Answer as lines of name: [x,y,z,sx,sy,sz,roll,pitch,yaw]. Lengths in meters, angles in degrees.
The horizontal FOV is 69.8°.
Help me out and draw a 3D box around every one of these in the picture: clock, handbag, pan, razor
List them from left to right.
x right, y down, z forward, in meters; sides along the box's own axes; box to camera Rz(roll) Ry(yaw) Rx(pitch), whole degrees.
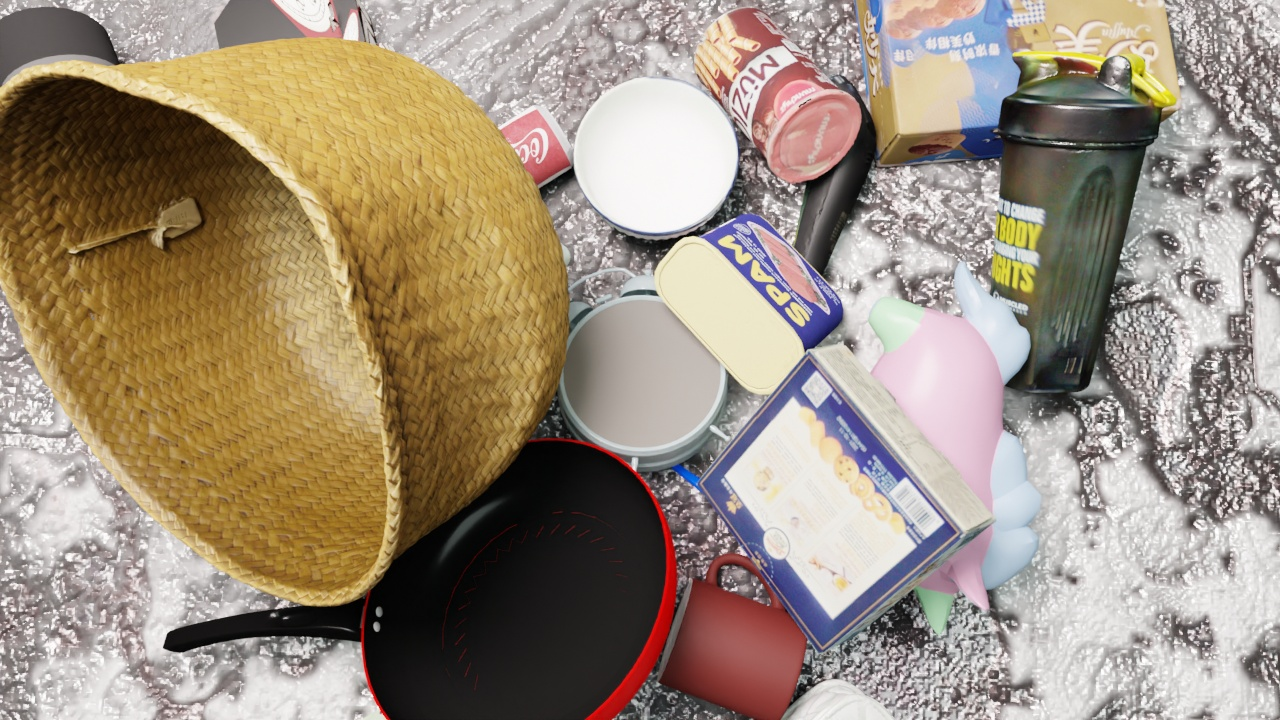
clock: [-0.248,-0.226,0.691,0.114,0.065,0.154,-37,82,-4]
pan: [-0.145,0.164,0.596,0.357,0.067,0.208,-14,50,15]
clock: [-0.004,0.004,0.657,0.122,0.045,0.159,-22,71,-8]
handbag: [0.109,0.315,0.609,0.194,0.072,0.139,-39,92,-5]
razor: [0.135,-0.136,0.687,0.067,0.054,0.151,16,90,29]

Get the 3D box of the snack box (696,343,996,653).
snack box: [0.123,0.089,0.590,0.042,0.145,0.144,-11,56,-44]

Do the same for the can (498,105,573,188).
can: [-0.101,-0.144,0.684,0.096,0.054,0.054,-33,83,-4]

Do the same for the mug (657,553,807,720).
mug: [0.067,0.185,0.632,0.082,0.073,0.105,19,54,3]

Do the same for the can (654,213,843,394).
can: [0.080,-0.045,0.643,0.116,0.092,0.057,47,128,6]

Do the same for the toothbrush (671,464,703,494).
toothbrush: [0.069,0.107,0.664,0.182,0.018,0.016,37,59,6]

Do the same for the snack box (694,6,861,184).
snack box: [0.095,-0.192,0.655,0.072,0.072,0.121,-27,55,-3]

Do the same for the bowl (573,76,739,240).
bowl: [0.011,-0.141,0.677,0.118,0.062,0.118,0,82,0]

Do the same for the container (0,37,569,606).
container: [-0.200,-0.038,0.547,0.307,0.196,0.307,13,119,25]

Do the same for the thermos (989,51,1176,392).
thermos: [0.284,-0.091,0.616,0.098,0.098,0.221,1,109,1]

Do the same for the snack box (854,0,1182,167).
snack box: [0.274,-0.236,0.683,0.203,0.069,0.155,-5,83,0]

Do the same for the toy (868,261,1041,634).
toy: [0.204,0.055,0.619,0.171,0.120,0.222,34,100,19]

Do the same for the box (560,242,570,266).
box: [-0.136,-0.101,0.639,0.197,0.135,0.040,46,57,7]

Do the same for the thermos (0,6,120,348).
thermos: [-0.395,-0.130,0.671,0.082,0.082,0.240,-24,82,-3]

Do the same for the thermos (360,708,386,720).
thermos: [-0.128,0.253,0.618,0.231,0.082,0.082,-32,83,-4]
